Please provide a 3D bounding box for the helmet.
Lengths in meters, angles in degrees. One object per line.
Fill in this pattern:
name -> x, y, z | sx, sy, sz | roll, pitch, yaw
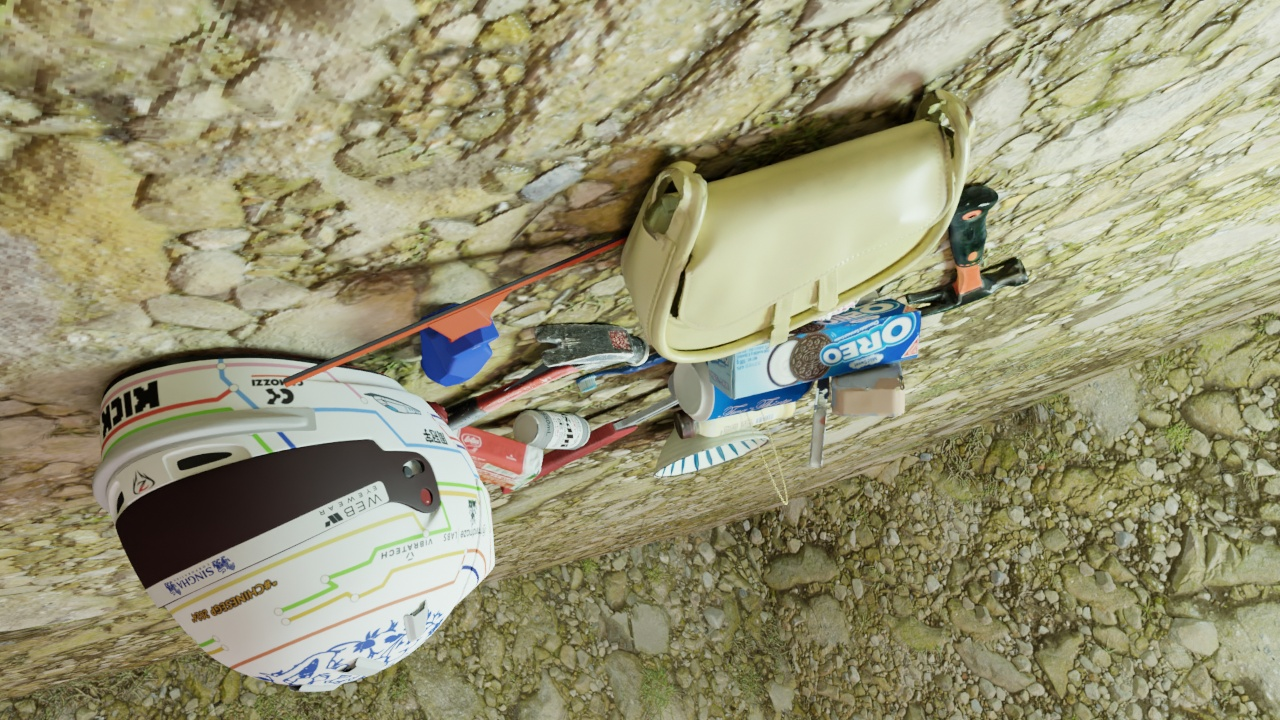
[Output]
helmet -> -0.254, 0.134, 0.721 | 0.231, 0.236, 0.314 | -25, 163, 19

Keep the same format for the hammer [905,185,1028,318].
hammer -> 0.327, -0.106, 0.917 | 0.133, 0.033, 0.333 | -21, 163, 14

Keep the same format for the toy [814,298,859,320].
toy -> 0.182, -0.059, 0.900 | 0.096, 0.041, 0.108 | -27, 164, 34

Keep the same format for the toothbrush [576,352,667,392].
toothbrush -> -0.006, 0.006, 0.962 | 0.132, 0.016, 0.021 | -20, 167, 10

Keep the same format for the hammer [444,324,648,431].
hammer -> -0.157, 0.041, 0.890 | 0.327, 0.036, 0.140 | -24, 165, 25

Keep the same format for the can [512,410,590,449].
can -> -0.103, 0.082, 1.070 | 0.044, 0.044, 0.106 | -25, 163, 24

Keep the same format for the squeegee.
squeegee -> -0.138, -0.011, 0.681 | 0.248, 0.055, 0.185 | -26, -179, -24

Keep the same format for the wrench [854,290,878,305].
wrench -> 0.139, -0.047, 0.950 | 0.272, 0.009, 0.047 | -9, 163, -27

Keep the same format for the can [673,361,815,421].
can -> 0.115, 0.018, 1.018 | 0.145, 0.079, 0.079 | -10, 163, -26

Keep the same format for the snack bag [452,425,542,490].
snack bag -> -0.173, 0.106, 1.010 | 0.116, 0.036, 0.077 | 20, 150, -22

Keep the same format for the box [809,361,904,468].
box -> 0.240, 0.036, 1.023 | 0.105, 0.096, 0.215 | -6, -163, 15

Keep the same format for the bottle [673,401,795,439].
bottle -> 0.127, 0.068, 1.250 | 0.162, 0.056, 0.057 | -14, 165, -11

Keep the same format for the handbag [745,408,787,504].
handbag -> 0.143, 0.086, 1.100 | 0.027, 0.178, 0.084 | -22, 164, 18

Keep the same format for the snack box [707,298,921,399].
snack box -> 0.181, -0.014, 0.949 | 0.226, 0.059, 0.059 | -11, -158, -20

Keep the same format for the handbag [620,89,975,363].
handbag -> 0.103, -0.086, 0.629 | 0.233, 0.088, 0.191 | -18, 159, -3

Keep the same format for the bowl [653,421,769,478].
bowl -> 0.094, 0.112, 1.341 | 0.177, 0.071, 0.177 | -16, 165, -5

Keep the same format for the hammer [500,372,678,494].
hammer -> -0.047, 0.095, 1.155 | 0.316, 0.036, 0.126 | -28, 166, 17
